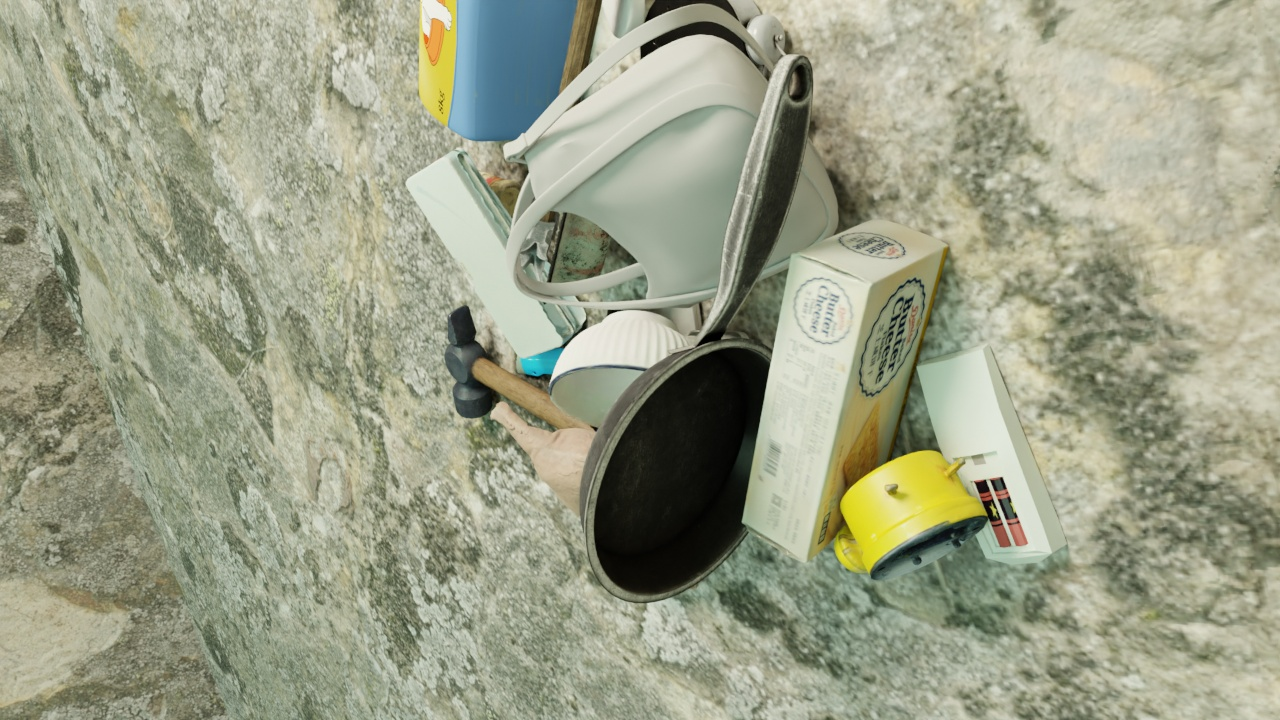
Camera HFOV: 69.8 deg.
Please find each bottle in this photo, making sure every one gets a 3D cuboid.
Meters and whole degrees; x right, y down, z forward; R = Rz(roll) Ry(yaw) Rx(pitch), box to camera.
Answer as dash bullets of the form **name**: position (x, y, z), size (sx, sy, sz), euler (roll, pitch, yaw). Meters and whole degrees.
- **bottle**: position (-0.158, -0.163, 0.877), size (0.109, 0.044, 0.044), euler (25, 124, 37)

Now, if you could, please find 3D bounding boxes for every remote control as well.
- **remote control**: position (0.035, 0.008, 0.771), size (0.050, 0.011, 0.136), euler (8, 114, 43)
- **remote control**: position (-0.023, -0.296, 0.669), size (0.043, 0.013, 0.136), euler (-43, 59, 60)
- **remote control**: position (0.222, 0.065, 0.589), size (0.050, 0.024, 0.143), euler (-20, 93, 49)

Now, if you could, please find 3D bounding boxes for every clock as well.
- **clock**: position (0.053, -0.210, 0.638), size (0.123, 0.035, 0.095), euler (35, 130, 31)
- **clock**: position (0.172, 0.107, 0.597), size (0.119, 0.083, 0.057), euler (97, 151, -56)

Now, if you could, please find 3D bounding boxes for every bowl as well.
- **bowl**: position (-0.004, 0.004, 0.666), size (0.118, 0.118, 0.062), euler (-27, 48, 49)
- **bowl**: position (-0.040, -0.117, 0.722), size (0.038, 0.157, 0.158), euler (14, 127, -6)

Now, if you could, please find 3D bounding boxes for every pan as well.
- **pan**: position (0.045, -0.006, 0.566), size (0.055, 0.186, 0.357), euler (28, 120, 41)

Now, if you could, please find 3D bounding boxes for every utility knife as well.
- **utility knife**: position (-0.066, 0.003, 0.873), size (0.179, 0.015, 0.031), euler (4, 113, 49)

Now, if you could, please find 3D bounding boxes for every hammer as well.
- **hammer**: position (-0.076, 0.053, 0.884), size (0.322, 0.040, 0.129), euler (27, 135, 32)
- **hammer**: position (-0.043, -0.225, 0.657), size (0.028, 0.146, 0.318), euler (14, 126, -6)

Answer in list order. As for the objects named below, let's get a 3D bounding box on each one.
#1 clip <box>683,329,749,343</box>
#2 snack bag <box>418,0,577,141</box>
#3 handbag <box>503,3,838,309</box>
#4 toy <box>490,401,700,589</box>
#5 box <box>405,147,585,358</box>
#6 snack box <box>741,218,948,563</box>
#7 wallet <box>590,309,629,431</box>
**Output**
- **clip**: position (0.053, 0.052, 0.713), size (0.126, 0.096, 0.152), euler (4, 121, 35)
- **snack bag**: position (-0.144, -0.292, 0.771), size (0.205, 0.102, 0.159), euler (43, 135, 42)
- **handbag**: position (-0.004, -0.109, 0.604), size (0.223, 0.215, 0.095), euler (-26, 47, 26)
- **toy**: position (-0.027, 0.123, 0.764), size (0.196, 0.065, 0.265), euler (23, 154, 6)
- **box**: position (-0.130, -0.096, 0.833), size (0.199, 0.066, 0.083), euler (57, 157, -15)
- **snack box**: position (0.132, 0.020, 0.606), size (0.057, 0.104, 0.208), euler (28, 125, 33)
- **wallet**: position (-0.018, 0.012, 0.772), size (0.089, 0.026, 0.115), euler (-149, 69, -74)
